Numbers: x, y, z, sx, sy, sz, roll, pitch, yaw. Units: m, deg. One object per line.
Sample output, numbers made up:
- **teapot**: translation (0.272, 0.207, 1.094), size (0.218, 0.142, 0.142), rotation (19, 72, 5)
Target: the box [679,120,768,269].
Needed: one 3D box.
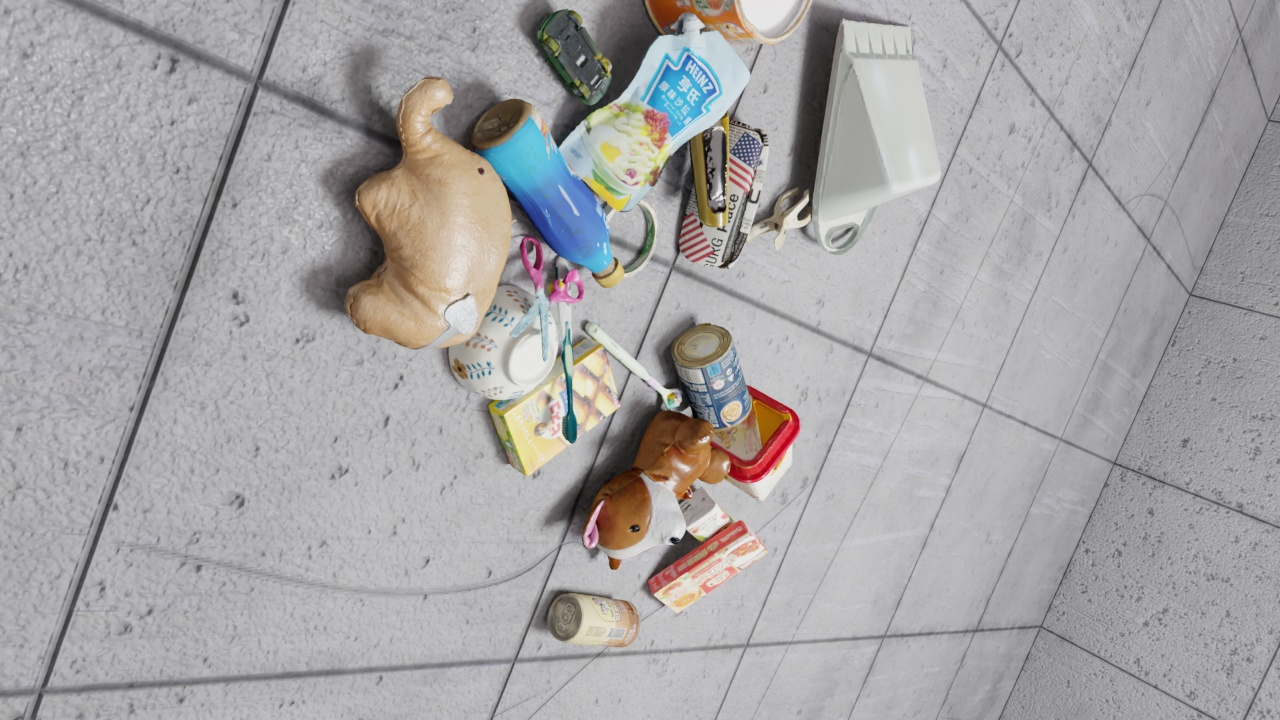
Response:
- **box**: translation (0.090, -0.185, 1.026), size (0.087, 0.076, 0.163), rotation (11, 105, -25)

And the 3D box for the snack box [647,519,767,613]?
- **snack box**: translation (0.091, 0.276, 1.225), size (0.153, 0.025, 0.075), rotation (-35, 136, 6)

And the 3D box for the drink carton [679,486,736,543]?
- **drink carton**: translation (0.097, 0.221, 1.233), size (0.053, 0.045, 0.122), rotation (-40, 136, 2)

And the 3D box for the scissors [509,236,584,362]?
- **scissors**: translation (-0.097, -0.064, 0.870), size (0.113, 0.017, 0.134), rotation (56, 37, -16)

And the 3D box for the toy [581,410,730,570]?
- **toy**: translation (0.017, 0.159, 1.077), size (0.199, 0.130, 0.140), rotation (-43, 141, -9)

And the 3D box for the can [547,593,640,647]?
- **can**: translation (-0.055, 0.318, 1.119), size (0.116, 0.058, 0.058), rotation (25, 91, -48)

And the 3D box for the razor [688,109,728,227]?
- **razor**: translation (0.074, -0.224, 0.963), size (0.062, 0.067, 0.167), rotation (-11, 108, -18)

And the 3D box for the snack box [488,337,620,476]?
- **snack box**: translation (-0.088, 0.048, 0.973), size (0.140, 0.034, 0.087), rotation (-35, 130, -27)

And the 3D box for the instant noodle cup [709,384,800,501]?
- **instant noodle cup**: translation (0.141, 0.112, 1.186), size (0.116, 0.116, 0.124), rotation (-49, 149, -16)

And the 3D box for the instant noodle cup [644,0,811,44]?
- **instant noodle cup**: translation (0.092, -0.374, 0.886), size (0.151, 0.111, 0.151), rotation (-22, 124, -37)

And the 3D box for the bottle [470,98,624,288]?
- **bottle**: translation (-0.076, -0.145, 0.864), size (0.065, 0.065, 0.219), rotation (-51, 137, -14)

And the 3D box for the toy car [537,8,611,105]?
- **toy car**: translation (-0.061, -0.276, 0.835), size (0.043, 0.036, 0.091), rotation (-52, 139, -12)

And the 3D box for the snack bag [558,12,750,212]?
- **snack bag**: translation (0.016, -0.238, 0.886), size (0.191, 0.039, 0.110), rotation (-45, 124, 9)

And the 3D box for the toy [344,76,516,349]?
- **toy**: translation (-0.170, -0.119, 0.771), size (0.143, 0.082, 0.226), rotation (-4, 110, -46)

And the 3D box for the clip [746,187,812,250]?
- **clip**: translation (0.174, -0.172, 1.126), size (0.100, 0.072, 0.035), rotation (-47, 137, -27)

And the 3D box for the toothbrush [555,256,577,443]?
- **toothbrush**: translation (-0.077, -0.010, 0.934), size (0.016, 0.018, 0.191), rotation (-6, 94, -34)

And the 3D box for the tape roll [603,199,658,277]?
- **tape roll**: translation (-0.016, -0.130, 0.971), size (0.085, 0.014, 0.086), rotation (-22, 124, -37)

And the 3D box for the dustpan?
- **dustpan**: translation (0.277, -0.276, 1.174), size (0.222, 0.143, 0.258), rotation (-22, 96, -50)

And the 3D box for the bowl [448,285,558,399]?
- **bowl**: translation (-0.122, -0.010, 0.887), size (0.113, 0.062, 0.114), rotation (-21, 123, -36)

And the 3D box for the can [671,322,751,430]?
- **can**: translation (0.086, 0.020, 1.102), size (0.075, 0.075, 0.111), rotation (-42, 134, -23)

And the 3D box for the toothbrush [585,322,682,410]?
- **toothbrush**: translation (-0.006, 0.006, 1.044), size (0.029, 0.020, 0.189), rotation (-56, 136, -7)
